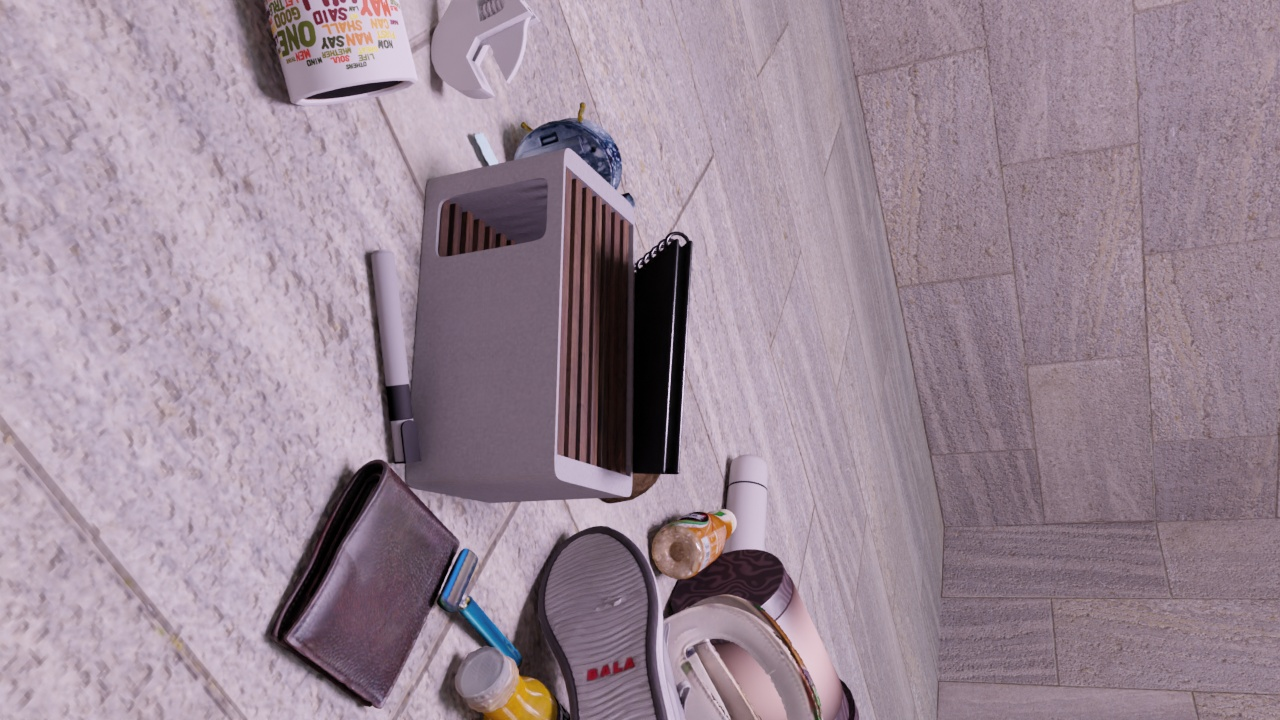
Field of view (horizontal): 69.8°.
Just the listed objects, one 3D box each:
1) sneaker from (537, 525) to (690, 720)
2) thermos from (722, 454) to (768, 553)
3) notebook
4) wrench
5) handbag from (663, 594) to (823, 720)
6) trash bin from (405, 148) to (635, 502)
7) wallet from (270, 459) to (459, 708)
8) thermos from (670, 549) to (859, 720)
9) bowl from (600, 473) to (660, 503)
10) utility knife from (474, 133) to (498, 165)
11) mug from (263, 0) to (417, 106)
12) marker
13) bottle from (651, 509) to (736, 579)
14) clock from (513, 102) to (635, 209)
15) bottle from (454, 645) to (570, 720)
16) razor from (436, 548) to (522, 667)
[{"bbox_3d":[-0.009,0.250,0.718,0.262,0.097,0.129,-108,176,-47],"label":"sneaker"},{"bbox_3d":[0.131,0.227,1.162,0.052,0.052,0.223,52,39,-50],"label":"thermos"},{"bbox_3d":[-0.004,0.005,0.728,0.232,0.019,0.169,157,-62,-74],"label":"notebook"},{"bbox_3d":[-0.135,-0.328,0.700,0.018,0.087,0.273,15,61,-64],"label":"wrench"},{"bbox_3d":[0.059,0.300,0.772,0.200,0.200,0.093,54,17,23],"label":"handbag"},{"bbox_3d":[-0.081,-0.018,0.668,0.114,0.115,0.228,29,58,-61],"label":"trash bin"},{"bbox_3d":[-0.162,0.135,0.558,0.099,0.031,0.119,61,38,-43],"label":"wallet"},{"bbox_3d":[0.132,0.339,1.012,0.226,0.173,0.172,68,28,-18],"label":"thermos"},{"bbox_3d":[-0.006,0.076,0.886,0.121,0.056,0.121,-6,90,-66],"label":"bowl"},{"bbox_3d":[-0.095,-0.104,0.786,0.030,0.018,0.207,-82,151,-49],"label":"utility knife"},{"bbox_3d":[-0.181,-0.206,0.556,0.105,0.073,0.089,-108,-174,-78],"label":"mug"},{"bbox_3d":[-0.162,-0.003,0.604,0.016,0.016,0.140,-7,91,-66],"label":"marker"},{"bbox_3d":[0.068,0.195,1.019,0.167,0.059,0.059,-5,89,-66],"label":"bottle"},{"bbox_3d":[-0.056,-0.150,0.790,0.052,0.090,0.129,-57,132,-63],"label":"clock"},{"bbox_3d":[-0.077,0.276,0.681,0.053,0.053,0.186,-72,146,-43],"label":"bottle"},{"bbox_3d":[-0.112,0.185,0.650,0.144,0.022,0.042,74,30,-48],"label":"razor"}]
